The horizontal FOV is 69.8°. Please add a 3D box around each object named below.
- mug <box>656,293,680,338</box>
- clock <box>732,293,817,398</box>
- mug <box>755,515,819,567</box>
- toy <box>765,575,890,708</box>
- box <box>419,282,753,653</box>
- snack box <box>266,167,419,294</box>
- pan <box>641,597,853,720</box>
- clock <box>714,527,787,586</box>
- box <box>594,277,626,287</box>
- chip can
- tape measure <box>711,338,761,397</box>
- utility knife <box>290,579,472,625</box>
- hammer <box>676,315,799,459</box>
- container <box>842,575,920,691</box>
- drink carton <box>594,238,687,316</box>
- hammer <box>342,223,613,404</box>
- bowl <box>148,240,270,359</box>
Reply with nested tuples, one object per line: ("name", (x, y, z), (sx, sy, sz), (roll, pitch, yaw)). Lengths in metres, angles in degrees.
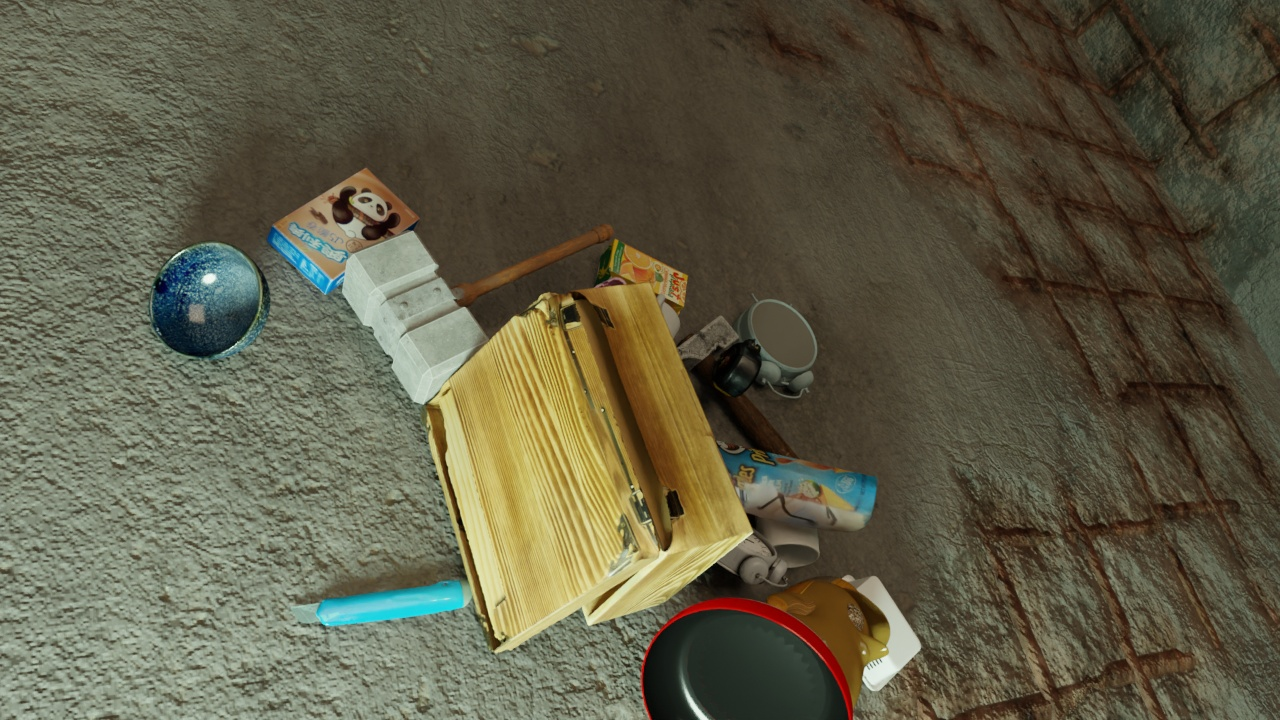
("mug", (0.004, -0.035, 1.138), (0.071, 0.107, 0.089), (28, 55, 3))
("clock", (0.194, -0.017, 1.300), (0.122, 0.045, 0.159), (12, 53, -28))
("mug", (0.188, 0.206, 1.136), (0.110, 0.074, 0.090), (41, 40, -42))
("toy", (0.195, 0.316, 1.009), (0.202, 0.163, 0.199), (-31, 112, -55))
("box", (-0.064, 0.099, 0.894), (0.215, 0.258, 0.279), (-7, 63, -28))
("snack box", (-0.330, -0.148, 1.031), (0.087, 0.034, 0.150), (43, 47, -3))
("pan", (0.125, 0.398, 0.905), (0.067, 0.209, 0.356), (-34, 108, -62))
("clock", (0.117, 0.218, 1.044), (0.094, 0.035, 0.122), (19, 14, -49))
("box", (-0.008, 0.008, 1.051), (0.088, 0.095, 0.202), (-30, 99, 0))
("chip can", (0.154, 0.147, 1.069), (0.230, 0.080, 0.079), (12, 47, 11))
("tape measure", (0.122, 0.011, 1.163), (0.042, 0.072, 0.072), (38, 53, -14))
("utility knife", (-0.236, 0.227, 0.857), (0.173, 0.015, 0.031), (3, 57, -33))
("hammer", (0.131, 0.102, 1.183), (0.300, 0.037, 0.217), (50, 46, 4))
("container", (0.285, 0.327, 1.127), (0.080, 0.050, 0.129), (-22, 75, -42))
("drink carton", (0.005, -0.105, 1.231), (0.122, 0.041, 0.058), (25, 49, -20))
("hammer", (-0.153, -0.095, 1.041), (0.316, 0.083, 0.162), (-29, 78, -32))
("bowl", (-0.406, -0.053, 0.887), (0.114, 0.061, 0.114), (-1, 80, 6))
